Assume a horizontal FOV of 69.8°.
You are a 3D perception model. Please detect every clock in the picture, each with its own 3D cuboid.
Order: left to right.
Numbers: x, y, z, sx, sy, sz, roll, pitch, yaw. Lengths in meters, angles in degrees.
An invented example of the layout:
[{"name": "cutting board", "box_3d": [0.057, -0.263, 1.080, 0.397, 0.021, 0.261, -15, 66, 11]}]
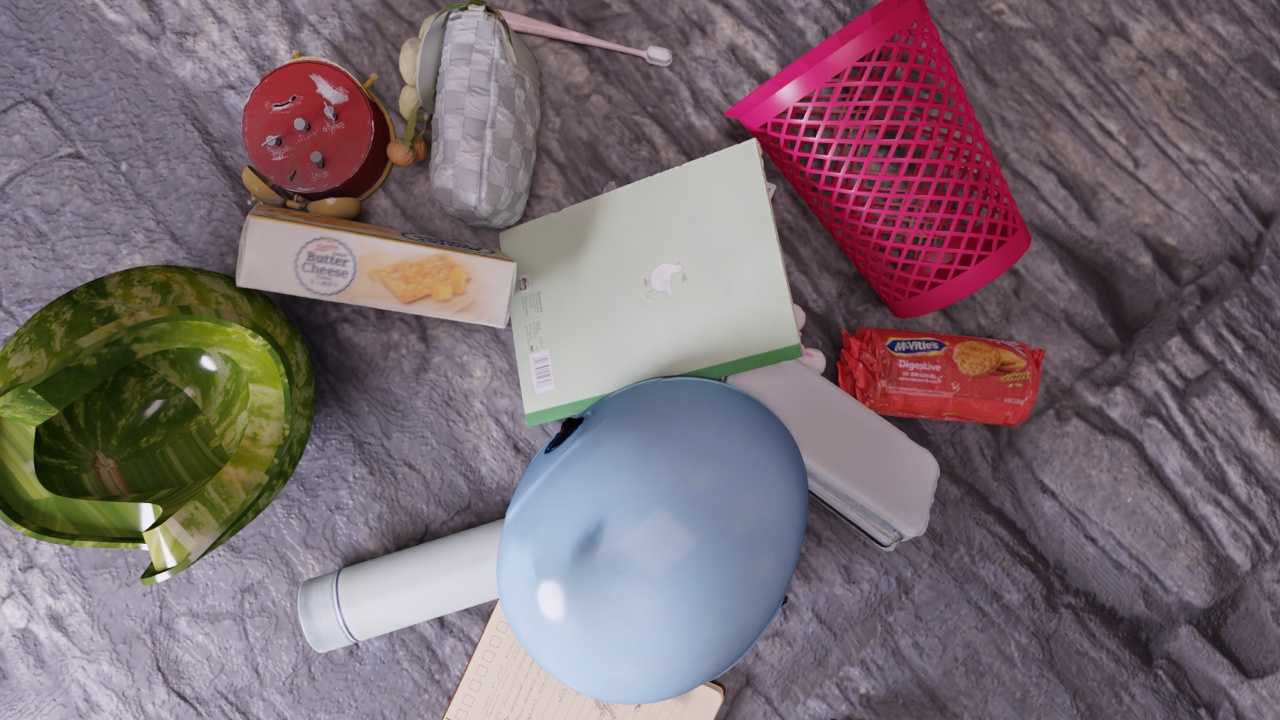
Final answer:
[{"name": "clock", "box_3d": [-0.283, -0.180, 0.789, 0.117, 0.081, 0.159, 17, 90, -1]}]

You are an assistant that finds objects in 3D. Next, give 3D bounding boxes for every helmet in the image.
[{"name": "helmet", "box_3d": [-0.377, 0.038, 0.715, 0.213, 0.248, 0.242, 54, 54, -23]}, {"name": "helmet", "box_3d": [0.012, 0.143, 0.686, 0.225, 0.166, 0.266, 40, 100, -7]}]

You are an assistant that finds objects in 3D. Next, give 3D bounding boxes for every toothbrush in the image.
[{"name": "toothbrush", "box_3d": [-0.059, -0.292, 0.823, 0.181, 0.018, 0.015, 13, 90, 0]}]

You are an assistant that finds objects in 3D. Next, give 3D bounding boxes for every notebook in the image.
[{"name": "notebook", "box_3d": [-0.057, 0.327, 0.829, 0.225, 0.024, 0.167, 25, 89, -1]}, {"name": "notebook", "box_3d": [-0.003, -0.059, 0.758, 0.253, 0.010, 0.181, -16, 75, 25]}]

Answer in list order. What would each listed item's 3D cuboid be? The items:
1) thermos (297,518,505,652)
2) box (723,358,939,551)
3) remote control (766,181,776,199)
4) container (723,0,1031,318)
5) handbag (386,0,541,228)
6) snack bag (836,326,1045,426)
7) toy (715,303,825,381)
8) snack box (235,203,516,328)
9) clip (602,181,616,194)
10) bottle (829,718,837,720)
[{"name": "thermos", "box_3d": [-0.179, 0.191, 0.804, 0.230, 0.068, 0.068, -17, 91, 0]}, {"name": "box", "box_3d": [0.134, 0.086, 0.785, 0.216, 0.110, 0.107, 35, 48, -5]}, {"name": "remote control", "box_3d": [0.070, -0.098, 0.823, 0.049, 0.024, 0.143, 22, 92, -1]}, {"name": "container", "box_3d": [0.208, -0.162, 0.760, 0.183, 0.183, 0.226, -35, 99, 0]}, {"name": "handbag", "box_3d": [-0.150, -0.202, 0.779, 0.123, 0.112, 0.171, 4, 91, 8]}, {"name": "snack bag", "box_3d": [0.260, 0.016, 0.803, 0.176, 0.082, 0.082, 5, 91, 0]}, {"name": "toy", "box_3d": [0.097, 0.002, 0.819, 0.125, 0.037, 0.076, -25, 98, 8]}, {"name": "snack box", "box_3d": [-0.212, -0.078, 0.749, 0.207, 0.104, 0.057, 8, 100, -19]}, {"name": "clip", "box_3d": [-0.030, -0.106, 0.826, 0.054, 0.038, 0.101, -21, 90, -24]}, {"name": "bottle", "box_3d": [0.133, 0.409, 0.817, 0.053, 0.053, 0.186, 39, 90, -1]}]
